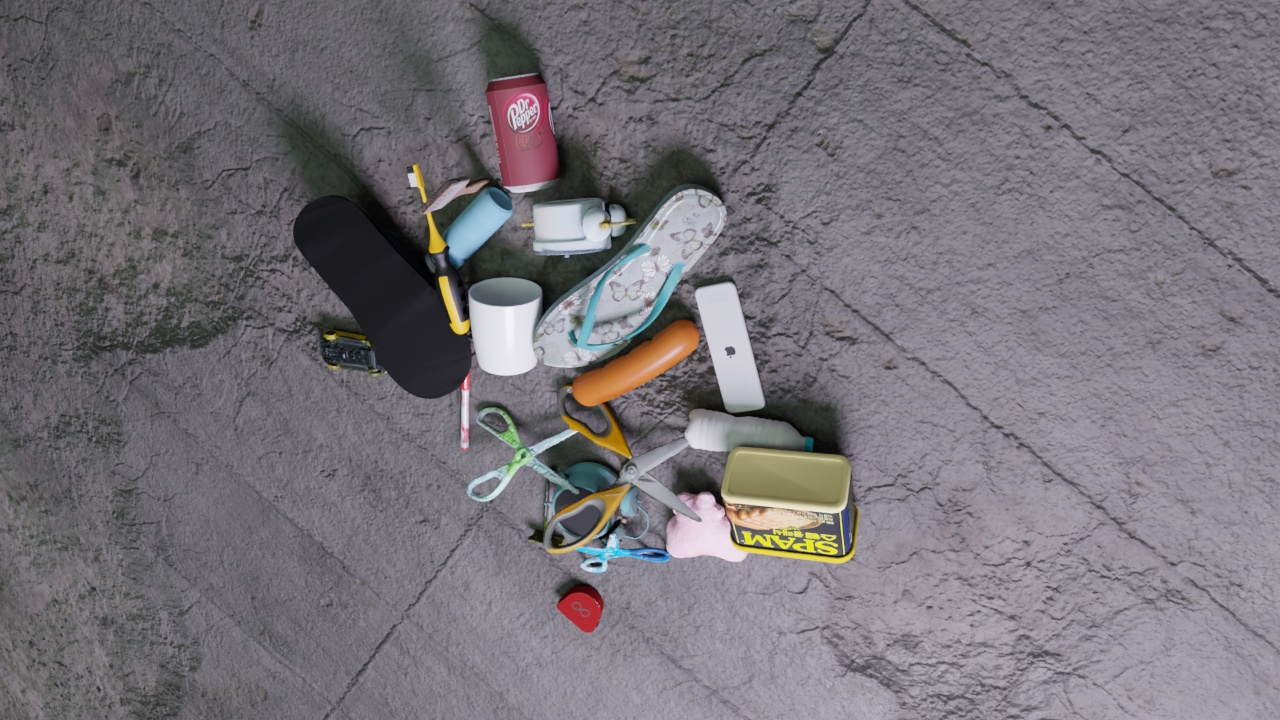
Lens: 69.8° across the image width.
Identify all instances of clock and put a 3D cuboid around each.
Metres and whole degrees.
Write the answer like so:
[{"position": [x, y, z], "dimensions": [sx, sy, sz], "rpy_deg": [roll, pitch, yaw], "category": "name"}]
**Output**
[{"position": [-0.060, -0.139, 0.958], "dimensions": [0.118, 0.083, 0.057], "rpy_deg": [0, 104, 21], "category": "clock"}, {"position": [-0.049, 0.176, 1.091], "dimensions": [0.124, 0.053, 0.090], "rpy_deg": [26, 117, 6], "category": "clock"}]

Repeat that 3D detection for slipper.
[{"position": [-0.007, -0.069, 0.965], "dimensions": [0.098, 0.054, 0.269], "rpy_deg": [31, 117, -34], "category": "slipper"}, {"position": [-0.291, -0.079, 1.071], "dimensions": [0.109, 0.083, 0.265], "rpy_deg": [-34, 109, 3], "category": "slipper"}]

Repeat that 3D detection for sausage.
[{"position": [-0.006, 0.006, 1.010], "dimensions": [0.165, 0.044, 0.039], "rpy_deg": [-29, 139, 23], "category": "sausage"}]

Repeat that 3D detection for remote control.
[{"position": [0.097, -0.013, 0.990], "dimensions": [0.045, 0.008, 0.147], "rpy_deg": [-10, 107, 23], "category": "remote control"}]

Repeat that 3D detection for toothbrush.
[{"position": [-0.220, -0.119, 1.006], "dimensions": [0.031, 0.031, 0.197], "rpy_deg": [-7, 115, 8], "category": "toothbrush"}]

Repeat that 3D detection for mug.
[{"position": [-0.161, -0.044, 1.042], "dimensions": [0.114, 0.080, 0.088], "rpy_deg": [31, 129, 42], "category": "mug"}]

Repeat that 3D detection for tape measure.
[{"position": [-0.070, 0.316, 1.172], "dimensions": [0.059, 0.019, 0.051], "rpy_deg": [43, 116, -8], "category": "tape measure"}]

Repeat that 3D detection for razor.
[{"position": [-0.113, 0.180, 1.135], "dimensions": [0.042, 0.026, 0.106], "rpy_deg": [12, 110, 18], "category": "razor"}]

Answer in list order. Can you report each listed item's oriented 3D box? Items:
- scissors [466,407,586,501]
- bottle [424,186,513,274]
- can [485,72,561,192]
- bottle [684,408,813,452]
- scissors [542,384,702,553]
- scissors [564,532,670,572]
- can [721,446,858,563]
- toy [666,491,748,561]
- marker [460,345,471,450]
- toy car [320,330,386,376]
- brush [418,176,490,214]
[{"position": [-0.139, 0.118, 1.088], "dimensions": [0.171, 0.024, 0.165], "rpy_deg": [34, 84, 28], "category": "scissors"}, {"position": [-0.197, -0.140, 1.030], "dimensions": [0.130, 0.040, 0.040], "rpy_deg": [-39, 94, 28], "category": "bottle"}, {"position": [-0.121, -0.236, 0.952], "dimensions": [0.063, 0.063, 0.114], "rpy_deg": [-2, 109, 20], "category": "can"}, {"position": [0.119, 0.083, 0.998], "dimensions": [0.136, 0.044, 0.044], "rpy_deg": [8, 112, 16], "category": "bottle"}, {"position": [-0.034, 0.130, 1.039], "dimensions": [0.225, 0.016, 0.229], "rpy_deg": [39, 83, 14], "category": "scissors"}, {"position": [-0.026, 0.231, 1.099], "dimensions": [0.140, 0.011, 0.134], "rpy_deg": [3, 147, -4], "category": "scissors"}, {"position": [0.158, 0.151, 0.970], "dimensions": [0.135, 0.075, 0.104], "rpy_deg": [3, 142, 19], "category": "can"}, {"position": [0.069, 0.191, 1.055], "dimensions": [0.103, 0.050, 0.093], "rpy_deg": [-6, 111, 25], "category": "toy"}, {"position": [-0.215, 0.046, 1.124], "dimensions": [0.013, 0.012, 0.142], "rpy_deg": [12, 114, 15], "category": "marker"}, {"position": [-0.353, -0.010, 1.142], "dimensions": [0.107, 0.030, 0.049], "rpy_deg": [10, 112, 19], "category": "toy car"}, {"position": [-0.185, -0.177, 0.953], "dimensions": [0.045, 0.142, 0.008], "rpy_deg": [-39, 95, 19], "category": "brush"}]
